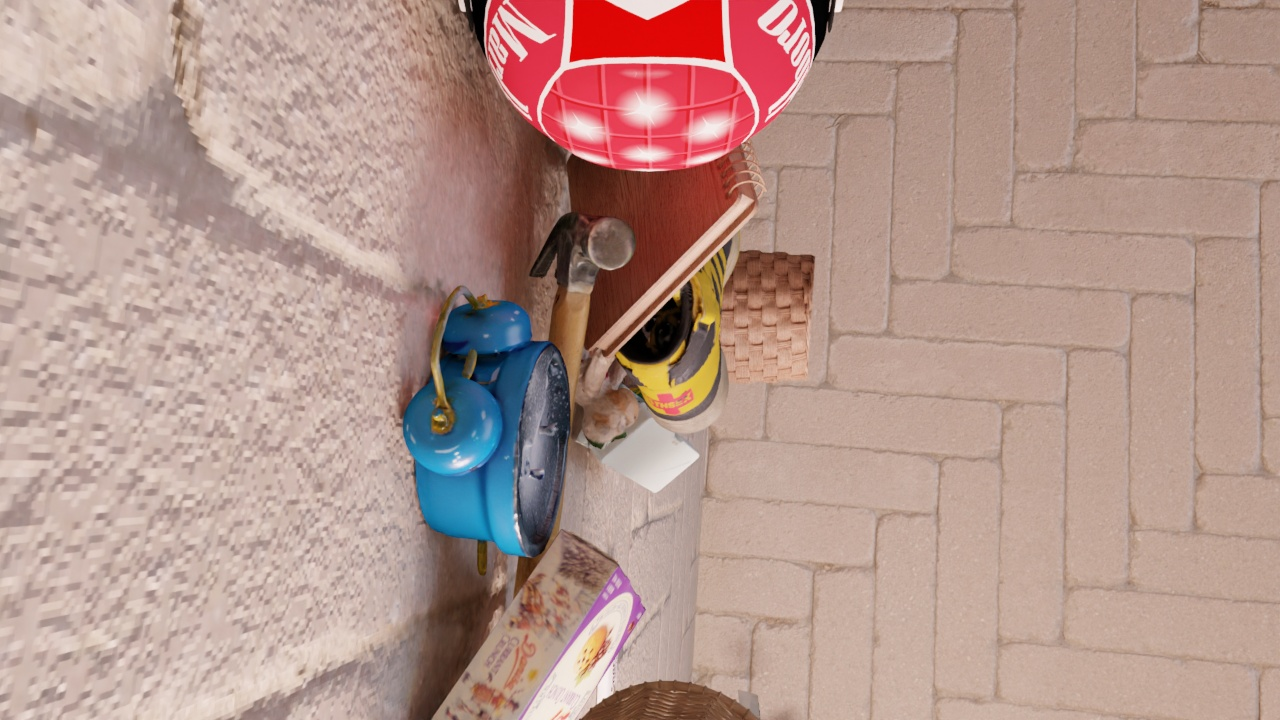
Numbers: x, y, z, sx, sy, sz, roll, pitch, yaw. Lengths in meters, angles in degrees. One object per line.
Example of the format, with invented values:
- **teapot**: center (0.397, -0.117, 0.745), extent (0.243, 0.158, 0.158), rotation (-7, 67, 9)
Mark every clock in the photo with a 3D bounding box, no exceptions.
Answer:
- **clock**: center (-0.079, 0.033, 0.489), extent (0.116, 0.060, 0.162), rotation (-77, 166, -46)

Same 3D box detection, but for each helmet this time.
- **helmet**: center (0.005, -0.216, 0.466), extent (0.271, 0.198, 0.224), rotation (83, 8, -80)

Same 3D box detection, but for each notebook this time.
- **notebook**: center (0.009, -0.129, 0.640), extent (0.170, 0.022, 0.210), rotation (-44, -141, 35)

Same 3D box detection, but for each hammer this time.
- **hammer**: center (-0.061, 0.067, 0.613), extent (0.132, 0.033, 0.330), rotation (-153, -110, -66)

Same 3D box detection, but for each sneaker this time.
- **sneaker**: center (0.025, -0.073, 0.721), extent (0.122, 0.086, 0.238), rotation (53, 35, -59)

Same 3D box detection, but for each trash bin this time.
- **trash bin**: center (0.057, -0.039, 0.877), extent (0.151, 0.210, 0.151), rotation (4, 89, -81)

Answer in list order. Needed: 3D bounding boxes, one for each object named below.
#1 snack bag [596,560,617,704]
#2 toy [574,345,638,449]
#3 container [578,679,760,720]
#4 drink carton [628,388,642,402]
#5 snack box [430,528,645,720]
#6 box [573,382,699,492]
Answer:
- **snack bag**: center (-0.036, 0.338, 1.058), extent (0.070, 0.016, 0.196), rotation (-18, 111, -80)
- **toy**: center (-0.030, 0.021, 0.761), extent (0.085, 0.074, 0.106), rotation (5, 82, -83)
- **container**: center (0.006, 0.376, 0.686), extent (0.196, 0.227, 0.226), rotation (28, 66, -73)
- **drink carton**: center (-0.006, 0.006, 0.987), extent (0.041, 0.058, 0.122), rotation (80, 16, -58)
- **snack box**: center (-0.059, 0.184, 0.535), extent (0.147, 0.040, 0.143), rotation (-55, 161, -16)
- **box**: center (0.002, 0.085, 0.900), extent (0.085, 0.070, 0.199), rotation (-69, 159, -8)
